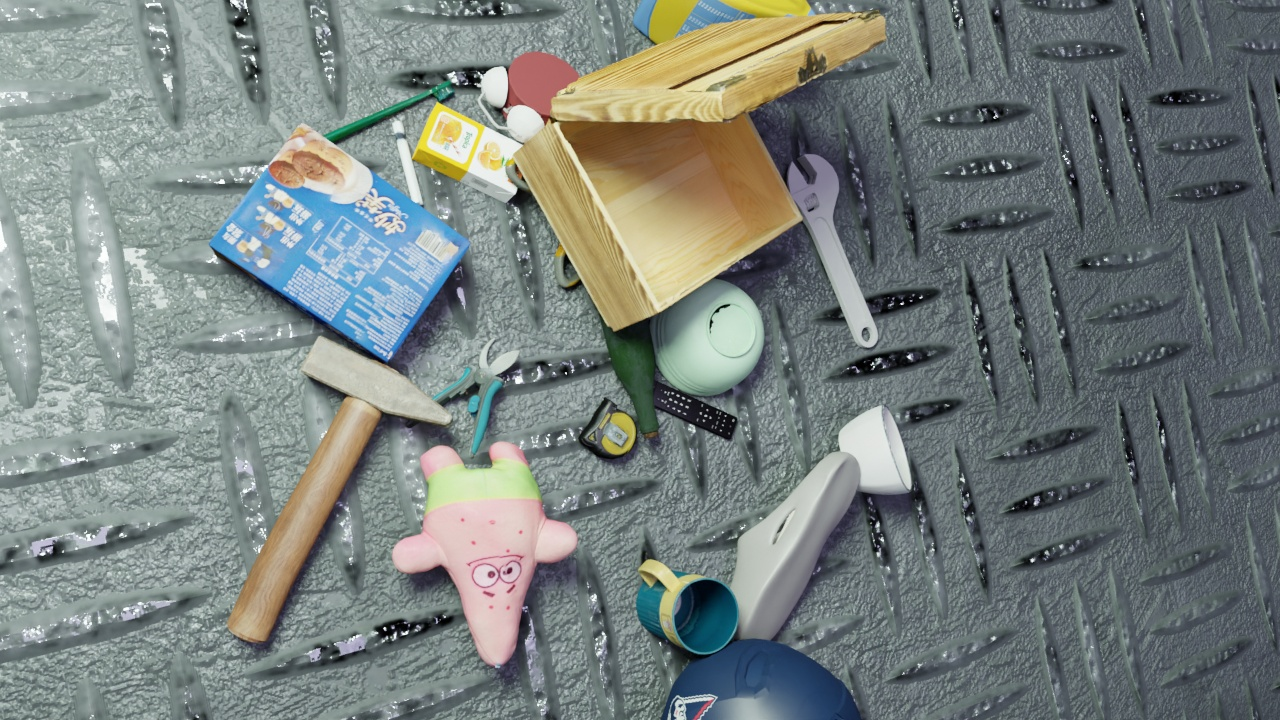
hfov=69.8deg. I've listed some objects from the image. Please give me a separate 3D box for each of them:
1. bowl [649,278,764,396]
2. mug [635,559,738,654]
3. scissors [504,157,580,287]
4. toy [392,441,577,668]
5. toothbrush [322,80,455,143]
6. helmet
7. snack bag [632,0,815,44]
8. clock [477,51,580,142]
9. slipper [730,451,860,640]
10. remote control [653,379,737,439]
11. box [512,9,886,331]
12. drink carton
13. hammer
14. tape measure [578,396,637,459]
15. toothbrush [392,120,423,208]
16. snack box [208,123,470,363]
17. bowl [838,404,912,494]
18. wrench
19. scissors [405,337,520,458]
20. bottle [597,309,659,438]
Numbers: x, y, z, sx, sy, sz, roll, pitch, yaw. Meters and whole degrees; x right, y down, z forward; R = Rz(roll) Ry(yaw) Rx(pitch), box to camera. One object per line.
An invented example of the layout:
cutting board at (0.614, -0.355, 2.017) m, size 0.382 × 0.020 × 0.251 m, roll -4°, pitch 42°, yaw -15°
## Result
bowl at (0.092, -0.033, 1.120) m, size 0.150 × 0.077 × 0.151 m, roll 3°, pitch 83°, yaw -25°
mug at (0.042, 0.272, 1.047) m, size 0.083 × 0.107 × 0.113 m, roll -43°, pitch 102°, yaw -20°
scissors at (-0.060, -0.186, 1.086) m, size 0.224 × 0.016 × 0.216 m, roll -9°, pitch 101°, yaw -38°
toy at (-0.162, 0.202, 0.968) m, size 0.192 × 0.097 × 0.236 m, roll -5°, pitch 80°, yaw -15°
toothbrush at (-0.287, -0.266, 1.011) m, size 0.189 × 0.016 × 0.017 m, roll -32°, pitch 102°, yaw -23°
helmet at (0.118, 0.420, 0.997) m, size 0.271 × 0.233 × 0.223 m, roll -5°, pitch 54°, yaw -51°
snack bag at (0.113, -0.423, 1.117) m, size 0.205 × 0.159 × 0.102 m, roll 31°, pitch 72°, yaw -10°
clock at (-0.123, -0.301, 1.054) m, size 0.137 × 0.048 × 0.096 m, roll -31°, pitch 82°, yaw -34°
slipper at (0.173, 0.220, 1.127) m, size 0.113 × 0.081 × 0.266 m, roll 31°, pitch 87°, yaw -54°
remote control at (0.057, 0.058, 1.130) m, size 0.140 × 0.009 × 0.030 m, roll 25°, pitch 75°, yaw -20°
box at (0.074, -0.247, 0.967) m, size 0.278 × 0.324 × 0.284 m, roll -34°, pitch 97°, yaw -34°
drink carton at (-0.187, -0.232, 1.037) m, size 0.122 × 0.040 × 0.058 m, roll 23°, pitch 75°, yaw -20°
hammer at (-0.322, 0.142, 0.928) m, size 0.158 × 0.037 × 0.300 m, roll 26°, pitch 78°, yaw -5°
tape measure at (-0.034, 0.085, 1.074) m, size 0.061 × 0.034 × 0.061 m, roll 37°, pitch 72°, yaw -18°
toothbrush at (-0.246, -0.175, 1.018) m, size 0.012 × 0.017 × 0.187 m, roll -15°, pitch 91°, yaw -23°
snack box at (-0.305, -0.116, 0.946) m, size 0.202 × 0.069 × 0.155 m, roll 35°, pitch 79°, yaw -15°
bowl at (0.300, 0.121, 1.180) m, size 0.116 × 0.066 × 0.116 m, roll 48°, pitch 32°, yaw -44°
wrench at (0.267, -0.148, 1.243) m, size 0.086 × 0.018 × 0.273 m, roll -28°, pitch 97°, yaw -25°
scissors at (-0.194, 0.041, 1.005) m, size 0.124 × 0.019 × 0.153 m, roll -5°, pitch 57°, yaw 1°
bottle at (-0.006, 0.006, 1.082) m, size 0.055 × 0.055 × 0.174 m, roll -13°, pitch 89°, yaw -25°
